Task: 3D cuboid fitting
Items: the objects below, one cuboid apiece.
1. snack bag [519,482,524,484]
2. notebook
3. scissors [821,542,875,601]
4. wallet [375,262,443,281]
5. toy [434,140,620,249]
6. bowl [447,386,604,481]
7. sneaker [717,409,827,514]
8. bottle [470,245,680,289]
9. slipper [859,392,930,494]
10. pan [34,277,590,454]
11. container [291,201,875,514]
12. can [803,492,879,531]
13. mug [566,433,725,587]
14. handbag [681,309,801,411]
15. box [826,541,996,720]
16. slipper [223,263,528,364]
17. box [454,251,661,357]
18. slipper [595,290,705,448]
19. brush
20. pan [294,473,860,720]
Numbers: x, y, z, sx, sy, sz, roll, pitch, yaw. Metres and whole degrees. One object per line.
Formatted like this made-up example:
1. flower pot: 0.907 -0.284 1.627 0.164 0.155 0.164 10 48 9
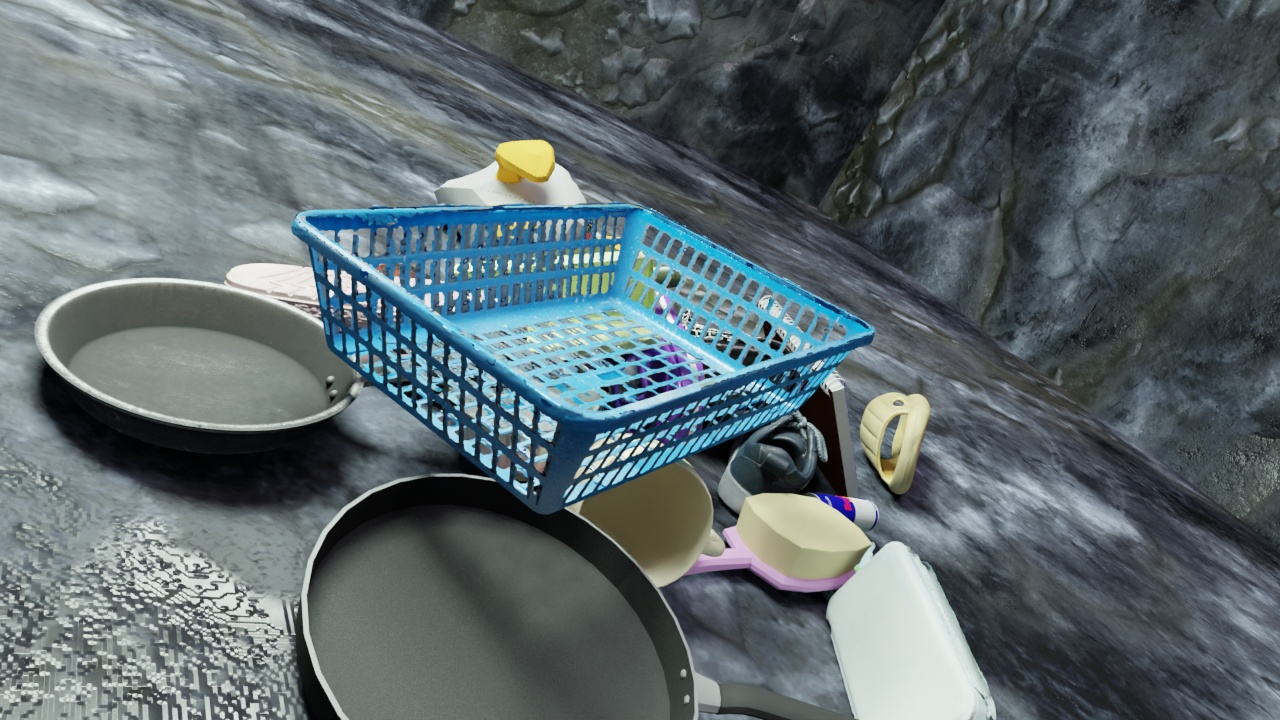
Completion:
1. snack bag: -0.075 0.132 0.610 0.074 0.018 0.155 9 27 -44
2. notebook: 0.187 0.041 1.033 0.022 0.172 0.209 -19 32 -5
3. scissors: 0.200 0.197 0.846 0.159 0.025 0.171 7 24 -35
4. wallet: -0.233 -0.066 0.867 0.072 0.019 0.122 27 19 5
5. toy: -0.130 -0.167 1.110 0.247 0.140 0.267 15 -7 7
6. bowl: -0.089 0.050 0.697 0.118 0.062 0.118 7 26 -4
7. sneaker: 0.142 0.088 0.921 0.089 0.087 0.235 33 20 8
8. bottle: -0.064 -0.077 0.914 0.207 0.071 0.071 -5 23 1
9. slipper: 0.319 0.095 1.166 0.079 0.111 0.261 13 10 17
10. pan: -0.199 0.006 0.622 0.356 0.055 0.187 9 26 -30
11. container: -0.025 -0.020 0.642 0.257 0.089 0.361 32 26 28
12. can: 0.196 0.151 0.906 0.095 0.032 0.032 13 26 -38
13. mug: 0.004 0.106 0.662 0.120 0.096 0.100 26 2 -14
14. handbag: 0.104 -0.003 0.959 0.125 0.114 0.153 2 -4 3
15. box: 0.186 0.213 0.666 0.083 0.123 0.215 7 15 2
16. slipper: -0.212 -0.029 0.745 0.239 0.064 0.094 9 20 -7
17. box: -0.077 -0.055 0.843 0.188 0.083 0.091 -6 19 -2
18. slipper: -0.005 0.005 0.906 0.084 0.107 0.266 3 25 -9
19. brush: 0.099 0.150 0.755 0.228 0.043 0.089 8 22 -42
20. pan: -0.015 0.176 0.517 0.356 0.034 0.225 23 28 -17
